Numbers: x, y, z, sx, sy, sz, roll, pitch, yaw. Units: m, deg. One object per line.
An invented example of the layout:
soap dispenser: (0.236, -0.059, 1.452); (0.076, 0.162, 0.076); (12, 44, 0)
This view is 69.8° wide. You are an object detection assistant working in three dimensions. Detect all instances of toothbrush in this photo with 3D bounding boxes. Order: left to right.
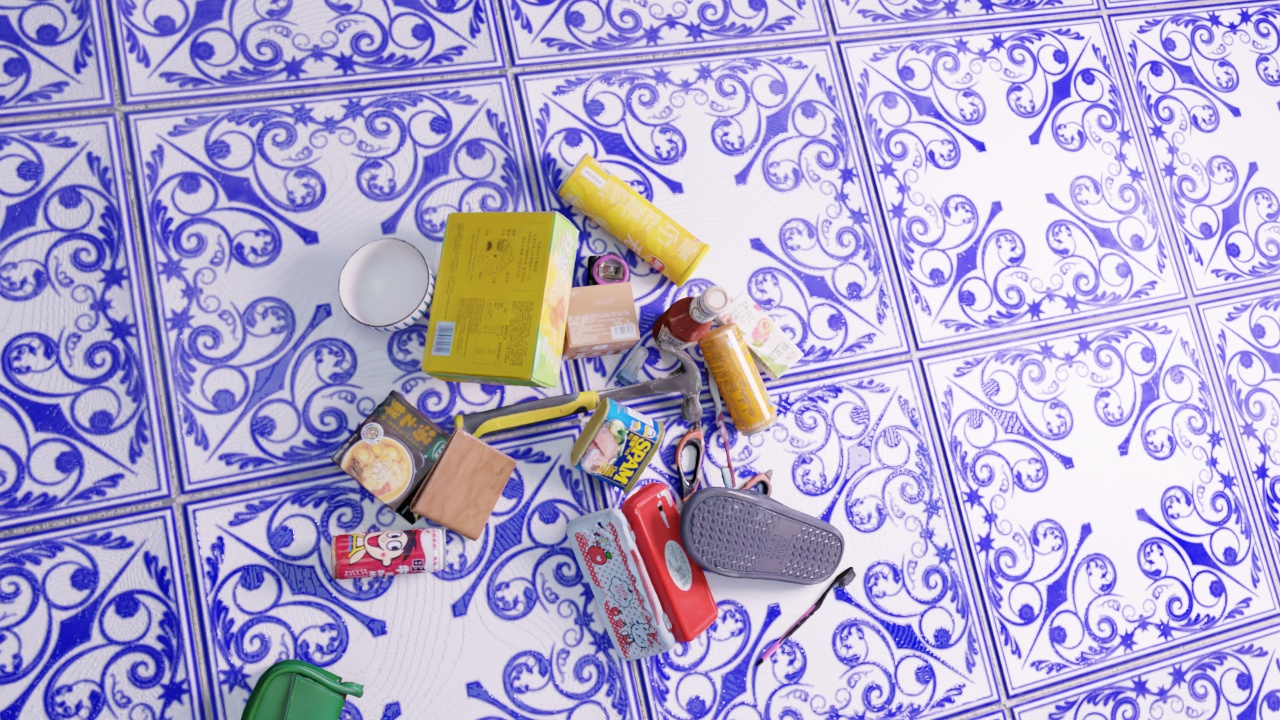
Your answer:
toothbrush: (0.103, 0.080, 1.236); (0.017, 0.016, 0.187); (-7, 74, -11)
toothbrush: (0.223, 0.344, 1.227); (0.189, 0.014, 0.018); (-41, 102, -15)

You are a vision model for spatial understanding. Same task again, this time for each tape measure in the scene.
tape measure: (-0.043, -0.115, 1.237); (0.058, 0.039, 0.057); (5, 78, -12)

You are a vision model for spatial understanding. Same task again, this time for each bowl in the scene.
bowl: (-0.311, -0.088, 1.152); (0.116, 0.066, 0.116); (-2, 76, 6)

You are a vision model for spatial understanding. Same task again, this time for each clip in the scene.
clip: (-0.007, 0.006, 1.234); (0.027, 0.043, 0.058); (35, 67, -1)

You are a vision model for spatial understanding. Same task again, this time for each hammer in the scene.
hammer: (-0.078, 0.051, 1.182); (0.323, 0.032, 0.126); (-12, 120, -9)

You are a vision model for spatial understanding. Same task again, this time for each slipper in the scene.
slipper: (0.147, 0.225, 1.193); (0.268, 0.083, 0.111); (21, 94, -31)

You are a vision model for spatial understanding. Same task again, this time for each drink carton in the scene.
drink carton: (0.162, -0.033, 1.264); (0.053, 0.045, 0.122); (-43, 89, -7)

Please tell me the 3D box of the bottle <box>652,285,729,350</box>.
bottle: (0.066, -0.054, 1.164); (0.059, 0.206, 0.059); (2, 80, -13)

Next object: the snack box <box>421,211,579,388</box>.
snack box: (-0.171, -0.075, 1.130); (0.158, 0.070, 0.210); (3, 79, 22)

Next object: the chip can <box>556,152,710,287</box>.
chip can: (-0.009, -0.189, 1.242); (0.213, 0.072, 0.072); (37, 74, -4)

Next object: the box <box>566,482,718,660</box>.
box: (0.006, 0.267, 1.151); (0.154, 0.074, 0.201); (-24, 97, -14)

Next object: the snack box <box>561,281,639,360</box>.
snack box: (-0.060, -0.050, 1.193); (0.092, 0.094, 0.077); (-7, 81, -14)

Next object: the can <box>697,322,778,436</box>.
can: (0.131, 0.025, 1.229); (0.058, 0.058, 0.146); (-27, 97, -16)

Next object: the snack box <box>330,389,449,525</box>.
snack box: (-0.295, 0.120, 1.137); (0.125, 0.053, 0.113); (38, 74, 2)

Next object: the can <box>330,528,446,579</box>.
can: (-0.302, 0.233, 1.109); (0.132, 0.053, 0.053); (-2, 80, -13)

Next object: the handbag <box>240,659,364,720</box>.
handbag: (-0.395, 0.416, 1.053); (0.120, 0.068, 0.131); (23, 74, -15)

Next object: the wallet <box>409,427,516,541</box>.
wallet: (-0.217, 0.154, 1.135); (0.101, 0.020, 0.115); (35, 77, -35)

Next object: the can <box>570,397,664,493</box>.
can: (-0.031, 0.107, 1.168); (0.083, 0.057, 0.102); (27, 108, -15)

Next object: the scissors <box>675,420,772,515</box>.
scissors: (0.081, 0.191, 1.222); (0.189, 0.015, 0.225); (13, 78, -10)
